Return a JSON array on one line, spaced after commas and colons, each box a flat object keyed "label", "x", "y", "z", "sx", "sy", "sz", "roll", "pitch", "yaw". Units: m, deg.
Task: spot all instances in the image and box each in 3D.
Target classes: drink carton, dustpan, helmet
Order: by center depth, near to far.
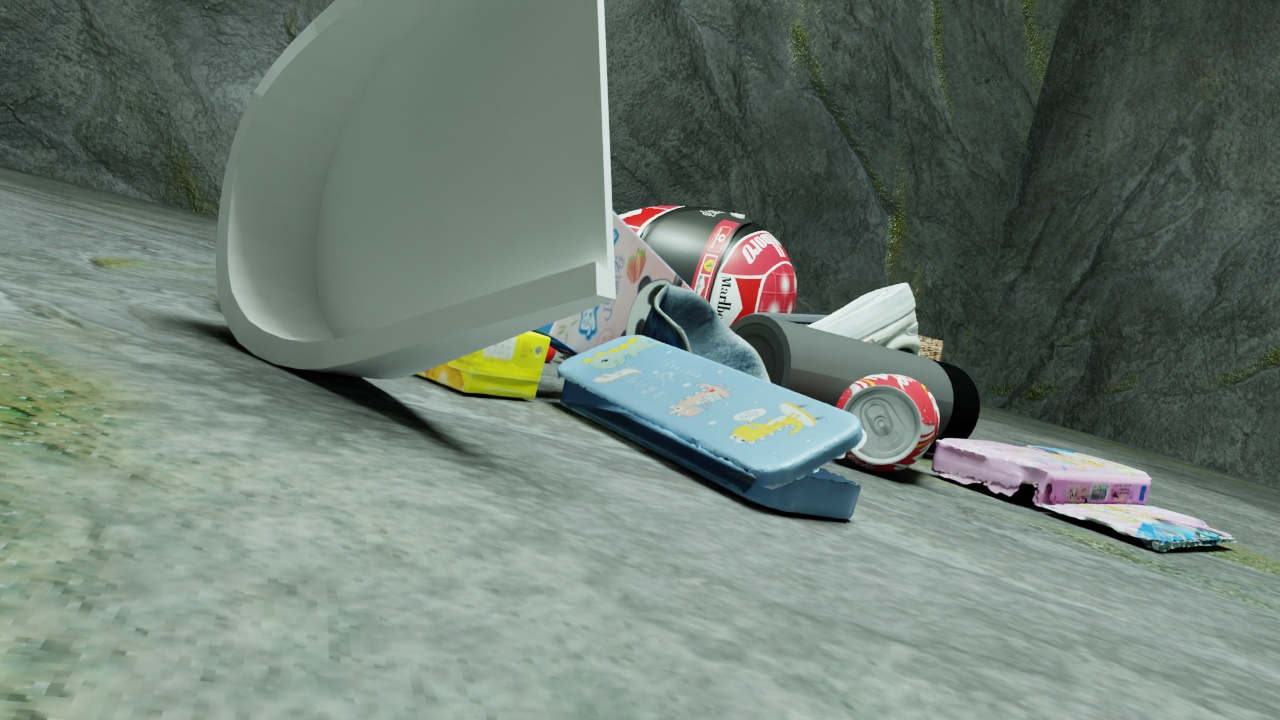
[{"label": "dustpan", "x": -0.121, "y": -0.092, "z": 0.423, "sx": 0.053, "sy": 0.191, "sz": 0.258, "roll": 10, "pitch": -19, "yaw": -42}, {"label": "drink carton", "x": -0.121, "y": -0.015, "z": 0.545, "sx": 0.135, "sy": 0.043, "sz": 0.058, "roll": 18, "pitch": 4, "yaw": 37}, {"label": "helmet", "x": 0.069, "y": -0.084, "z": 1.097, "sx": 0.225, "sy": 0.198, "sz": 0.270, "roll": 16, "pitch": 13, "yaw": 26}]

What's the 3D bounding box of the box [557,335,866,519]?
[{"label": "box", "x": 0.026, "y": 0.021, "z": 0.473, "sx": 0.068, "sy": 0.059, "sz": 0.210, "roll": 9, "pitch": 6, "yaw": -33}]

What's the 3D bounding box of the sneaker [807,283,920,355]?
[{"label": "sneaker", "x": 0.180, "y": 0.006, "z": 0.844, "sx": 0.241, "sy": 0.091, "sz": 0.090, "roll": -24, "pitch": 6, "yaw": -35}]

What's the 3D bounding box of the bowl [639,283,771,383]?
[{"label": "bowl", "x": 0.035, "y": 0.006, "z": 0.597, "sx": 0.110, "sy": 0.055, "sz": 0.110, "roll": 38, "pitch": 22, "yaw": -19}]

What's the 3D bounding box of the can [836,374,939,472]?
[{"label": "can", "x": 0.169, "y": 0.041, "z": 0.628, "sx": 0.064, "sy": 0.064, "sz": 0.104, "roll": 16, "pitch": 4, "yaw": 20}]

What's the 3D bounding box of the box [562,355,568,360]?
[{"label": "box", "x": -0.005, "y": 0.010, "z": 0.741, "sx": 0.056, "sy": 0.064, "sz": 0.188, "roll": -28, "pitch": 28, "yaw": -24}]

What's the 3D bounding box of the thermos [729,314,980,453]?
[{"label": "thermos", "x": 0.173, "y": 0.024, "z": 0.747, "sx": 0.240, "sy": 0.082, "sz": 0.082, "roll": 11, "pitch": 5, "yaw": -37}]

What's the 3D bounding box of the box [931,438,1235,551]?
[{"label": "box", "x": 0.340, "y": 0.097, "z": 0.680, "sx": 0.230, "sy": 0.035, "sz": 0.159, "roll": 9, "pitch": 6, "yaw": -44}]

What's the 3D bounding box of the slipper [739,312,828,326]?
[{"label": "slipper", "x": 0.175, "y": 0.011, "z": 0.945, "sx": 0.267, "sy": 0.110, "sz": 0.083, "roll": 5, "pitch": -11, "yaw": -36}]

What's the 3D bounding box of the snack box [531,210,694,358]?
[{"label": "snack box", "x": -0.016, "y": -0.034, "z": 0.608, "sx": 0.033, "sy": 0.088, "sz": 0.154, "roll": 19, "pitch": -9, "yaw": 31}]

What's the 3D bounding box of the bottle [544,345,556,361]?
[{"label": "bottle", "x": -0.077, "y": -0.060, "z": 0.775, "sx": 0.036, "sy": 0.119, "sz": 0.036, "roll": 14, "pitch": 5, "yaw": -1}]

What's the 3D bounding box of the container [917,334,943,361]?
[{"label": "container", "x": 0.307, "y": 0.010, "z": 1.212, "sx": 0.114, "sy": 0.113, "sz": 0.198, "roll": 14, "pitch": 5, "yaw": -5}]
